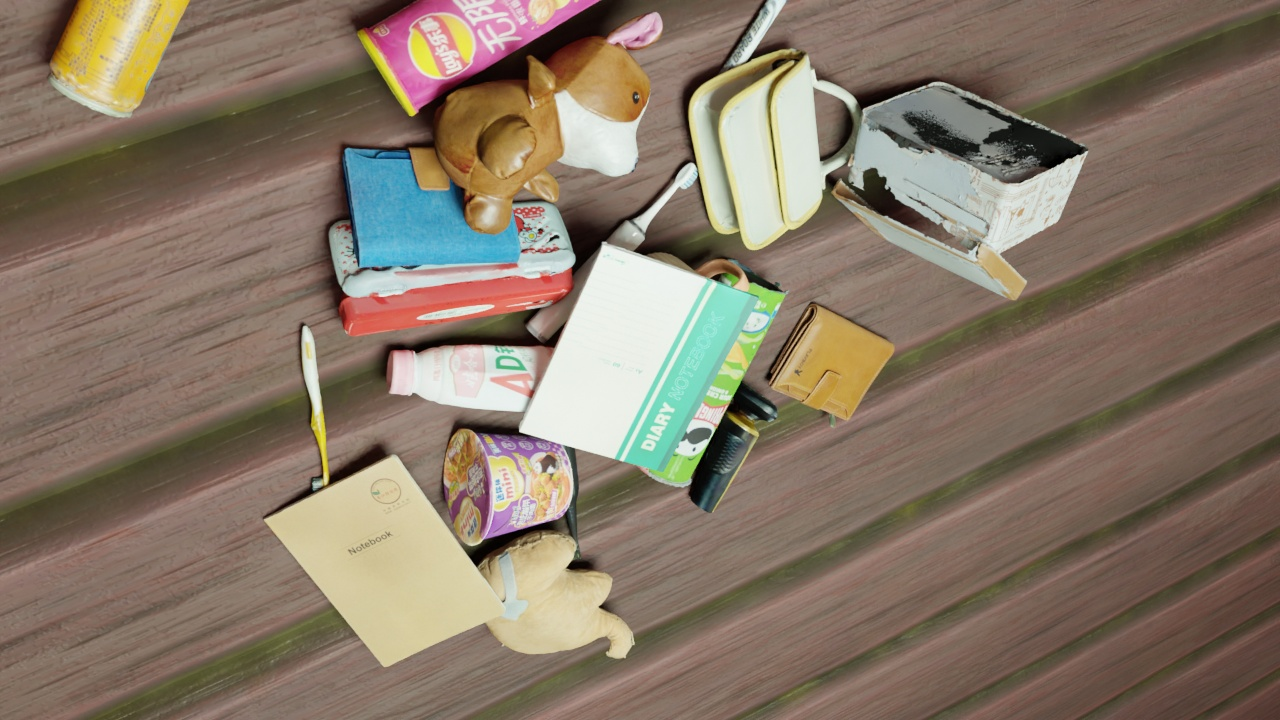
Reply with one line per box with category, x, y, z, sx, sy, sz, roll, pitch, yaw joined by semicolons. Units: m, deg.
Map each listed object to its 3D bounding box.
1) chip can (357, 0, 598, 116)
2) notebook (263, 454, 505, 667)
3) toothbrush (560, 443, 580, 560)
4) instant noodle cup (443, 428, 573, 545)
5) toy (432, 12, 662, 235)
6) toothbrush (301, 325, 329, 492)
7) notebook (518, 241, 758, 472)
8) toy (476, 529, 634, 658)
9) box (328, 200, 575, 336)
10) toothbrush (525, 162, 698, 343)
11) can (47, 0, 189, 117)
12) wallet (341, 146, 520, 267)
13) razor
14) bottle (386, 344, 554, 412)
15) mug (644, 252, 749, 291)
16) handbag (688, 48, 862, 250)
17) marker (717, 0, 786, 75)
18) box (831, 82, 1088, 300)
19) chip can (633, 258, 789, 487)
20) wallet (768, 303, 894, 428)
chip can;-0.107;-0.272;0.706;0.210;0.071;0.071;-32;126;-5
notebook;-0.247;0.202;0.901;0.148;0.008;0.208;-26;113;8
toothbrush;-0.079;0.133;0.979;0.027;0.026;0.213;-17;124;-23
instant noodle cup;-0.127;0.120;0.904;0.099;0.111;0.112;-2;118;-33
toy;-0.061;-0.189;0.727;0.130;0.140;0.199;46;59;2
toothbrush;-0.299;0.054;0.839;0.018;0.016;0.192;-4;120;-14
notebook;-0.005;0.005;0.827;0.150;0.012;0.210;17;121;-16
toy;-0.097;0.275;1.018;0.143;0.082;0.226;-27;130;11
box;-0.162;-0.089;0.795;0.201;0.095;0.099;-10;85;-21
toothbrush;-0.025;-0.104;0.869;0.221;0.027;0.026;-46;146;4
can;-0.343;-0.242;0.621;0.058;0.058;0.146;25;105;-34
wallet;-0.170;-0.126;0.750;0.133;0.106;0.040;-4;156;-25
razor;0.101;0.103;1.035;0.067;0.062;0.168;-17;136;-54
bottle;-0.135;0.017;0.862;0.196;0.068;0.068;3;116;-24
mug;0.045;-0.057;0.878;0.114;0.106;0.082;-35;126;-3
handbag;0.142;-0.206;0.861;0.178;0.063;0.163;-31;134;-14
marker;0.099;-0.288;0.827;0.017;0.017;0.146;26;104;-34
box;0.294;-0.144;0.885;0.150;0.182;0.169;-27;139;-28
chip can;0.069;0.015;0.952;0.072;0.072;0.236;15;110;-31
wallet;0.212;0.009;1.043;0.130;0.035;0.119;21;101;-32
